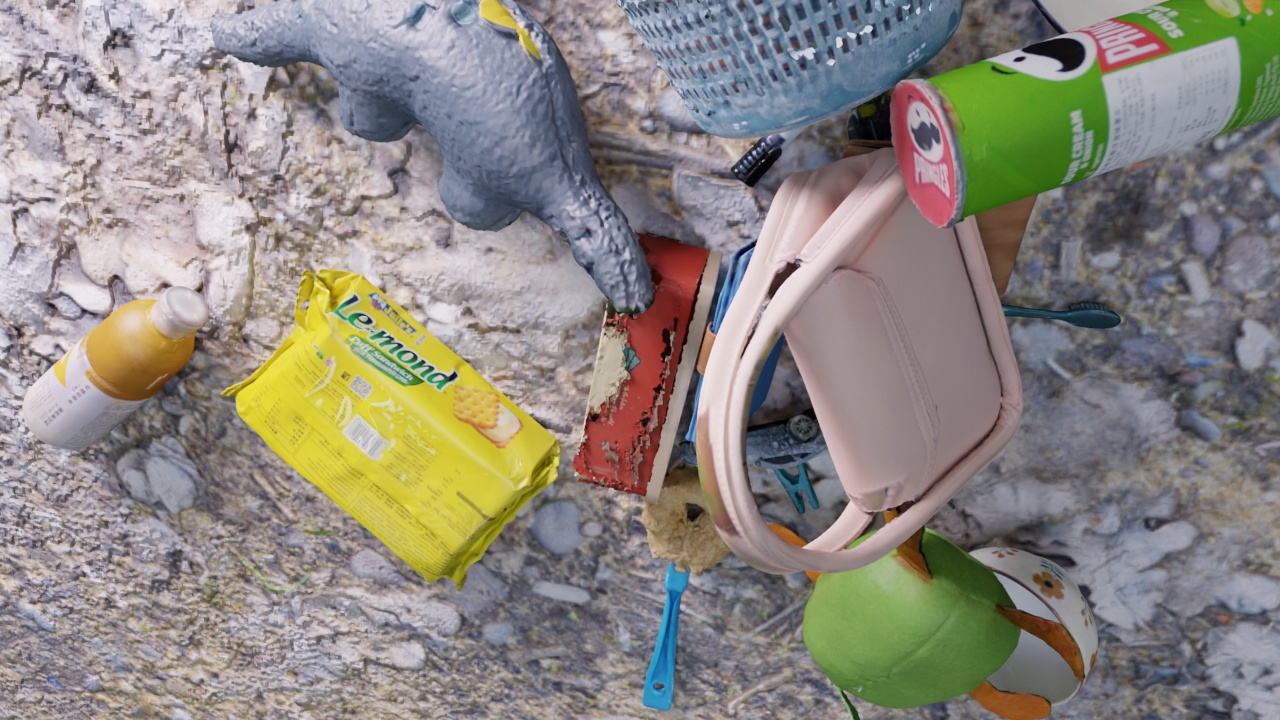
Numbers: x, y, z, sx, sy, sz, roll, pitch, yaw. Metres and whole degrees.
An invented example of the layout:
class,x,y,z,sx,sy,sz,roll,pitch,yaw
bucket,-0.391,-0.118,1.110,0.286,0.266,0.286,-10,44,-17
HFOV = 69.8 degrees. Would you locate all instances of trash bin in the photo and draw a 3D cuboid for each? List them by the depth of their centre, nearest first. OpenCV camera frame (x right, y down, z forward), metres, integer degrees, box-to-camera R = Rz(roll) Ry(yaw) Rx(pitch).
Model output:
class,x,y,z,sx,sy,sz,roll,pitch,yaw
trash bin,0.059,-0.229,0.454,0.227,0.226,0.195,-18,121,20

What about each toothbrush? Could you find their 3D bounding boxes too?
class,x,y,z,sx,sy,sz,roll,pitch,yaw
toothbrush,0.210,-0.038,0.600,0.192,0.018,0.016,7,125,13

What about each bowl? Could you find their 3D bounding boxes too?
class,x,y,z,sx,sy,sz,roll,pitch,yaw
bowl,0.270,0.176,0.644,0.113,0.062,0.114,37,142,35

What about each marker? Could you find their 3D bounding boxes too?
class,x,y,z,sx,sy,sz,roll,pitch,yaw
marker,0.107,-0.157,0.566,0.131,0.018,0.022,-42,55,26

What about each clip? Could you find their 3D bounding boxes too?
class,x,y,z,sx,sy,sz,roll,pitch,yaw
clip,0.115,0.089,0.679,0.041,0.014,0.056,-19,107,21

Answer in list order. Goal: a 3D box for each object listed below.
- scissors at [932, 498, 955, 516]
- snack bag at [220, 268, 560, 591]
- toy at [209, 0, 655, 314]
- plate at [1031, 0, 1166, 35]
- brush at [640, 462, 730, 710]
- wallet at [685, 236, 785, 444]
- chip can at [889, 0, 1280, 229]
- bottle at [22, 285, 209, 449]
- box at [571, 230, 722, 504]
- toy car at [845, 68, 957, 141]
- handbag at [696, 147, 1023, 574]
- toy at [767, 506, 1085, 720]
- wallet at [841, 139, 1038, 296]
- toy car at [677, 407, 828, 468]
class,x,y,z,sx,sy,sz,roll,pitch,yaw
scissors,0.180,0.036,0.635,0.172,0.014,0.146,28,127,4
snack bag,-0.191,0.057,0.705,0.246,0.068,0.158,41,116,-6
toy,-0.116,-0.163,0.563,0.356,0.091,0.138,36,109,12
plate,0.290,-0.255,0.466,0.205,0.045,0.205,5,115,12
brush,0.029,0.187,0.733,0.083,0.045,0.255,10,119,4
wallet,0.071,-0.017,0.591,0.040,0.106,0.133,21,118,19
chip can,0.242,-0.130,0.429,0.236,0.072,0.072,-18,110,0
bottle,-0.415,0.005,0.732,0.190,0.067,0.068,-32,103,23
box,-0.004,0.003,0.624,0.079,0.091,0.169,14,116,3
toy car,0.169,-0.146,0.549,0.091,0.035,0.042,-13,110,27
handbag,0.111,0.013,0.495,0.094,0.233,0.193,-4,122,45
toy,0.181,0.178,0.626,0.227,0.089,0.247,37,147,9
wallet,0.177,-0.087,0.564,0.115,0.020,0.101,10,139,11
toy car,0.086,0.058,0.644,0.121,0.054,0.037,-11,89,21
